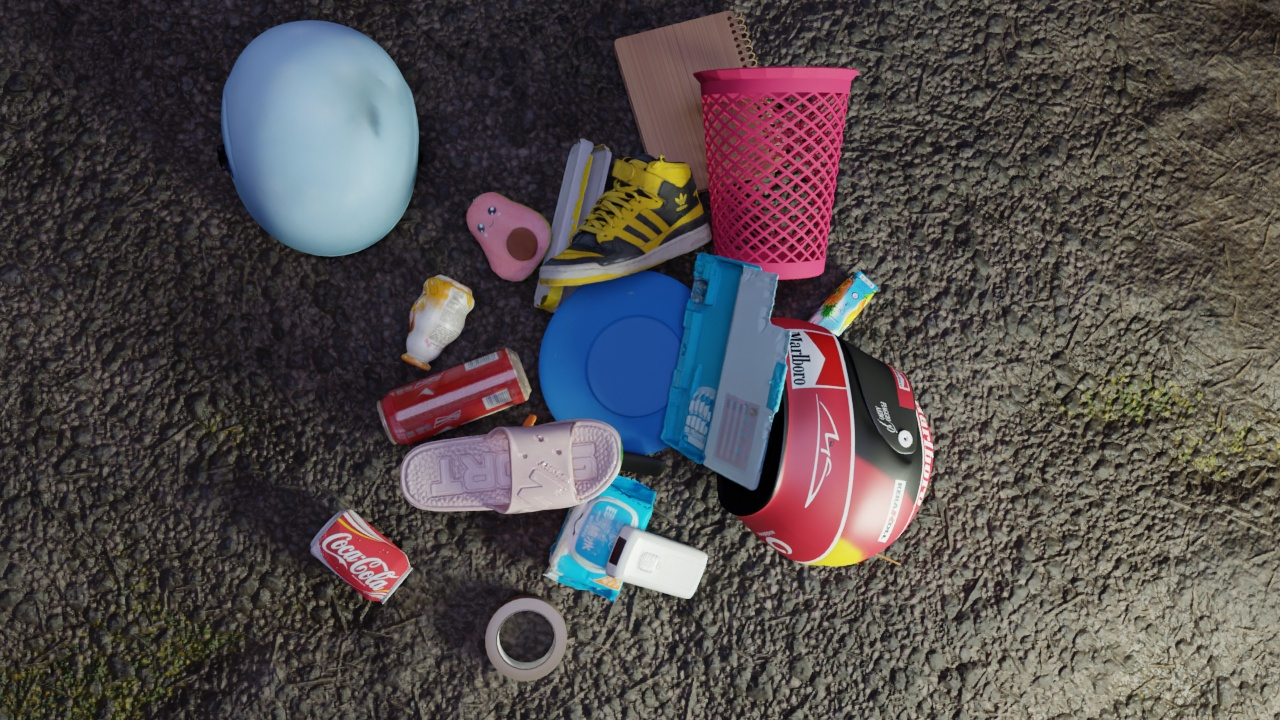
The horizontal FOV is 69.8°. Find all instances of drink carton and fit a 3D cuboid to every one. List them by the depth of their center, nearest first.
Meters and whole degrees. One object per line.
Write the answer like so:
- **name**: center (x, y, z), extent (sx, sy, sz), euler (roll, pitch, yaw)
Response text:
- **drink carton**: center (0.235, -0.052, 1.128), extent (0.038, 0.044, 0.128), euler (43, 81, 0)

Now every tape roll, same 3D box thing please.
- **tape roll**: center (-0.132, 0.321, 1.065), extent (0.093, 0.030, 0.093), euler (0, 85, -5)

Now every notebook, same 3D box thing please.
- **notebook**: center (0.076, -0.320, 1.147), extent (0.169, 0.022, 0.210), euler (-16, 87, -6)

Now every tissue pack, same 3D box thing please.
- **tissue pack**: center (-0.047, 0.200, 1.068), extent (0.093, 0.062, 0.144), euler (22, 84, -5)

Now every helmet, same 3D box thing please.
- **helmet**: center (-0.360, -0.253, 1.031), extent (0.225, 0.167, 0.265), euler (-6, 95, -16)
- **helmet**: center (0.213, 0.093, 1.032), extent (0.224, 0.198, 0.270), euler (8, 74, -20)

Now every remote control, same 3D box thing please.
- **remote control**: center (0.021, 0.234, 1.057), extent (0.138, 0.025, 0.060), euler (26, 84, -38)
- **remote control**: center (-0.046, 0.118, 1.085), extent (0.152, 0.041, 0.020), euler (8, 59, -5)

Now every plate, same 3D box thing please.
- **plate**: center (-0.007, 0.006, 1.078), extent (0.224, 0.024, 0.224), euler (-2, 99, -14)

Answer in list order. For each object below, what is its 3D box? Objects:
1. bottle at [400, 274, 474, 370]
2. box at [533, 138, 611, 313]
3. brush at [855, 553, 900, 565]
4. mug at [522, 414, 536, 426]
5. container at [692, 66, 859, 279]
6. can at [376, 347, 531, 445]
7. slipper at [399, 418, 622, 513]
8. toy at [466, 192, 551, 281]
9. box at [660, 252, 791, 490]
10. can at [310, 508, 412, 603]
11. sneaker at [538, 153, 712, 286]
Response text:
- **bottle**: center (-0.240, -0.043, 1.071), extent (0.063, 0.063, 0.108), euler (26, 83, -3)
- **box**: center (-0.080, -0.158, 1.097), extent (0.044, 0.066, 0.209), euler (14, 84, -22)
- **brush**: center (0.258, 0.222, 1.118), extent (0.126, 0.017, 0.048), euler (25, 83, -3)
- **mug**: center (-0.151, 0.111, 1.049), extent (0.077, 0.096, 0.112), euler (29, 83, -2)
- **container**: center (0.152, -0.214, 1.059), extent (0.183, 0.183, 0.226), euler (-2, 104, -6)
- **can**: center (-0.214, 0.042, 1.064), extent (0.170, 0.067, 0.067), euler (-21, 87, -7)
- **slipper**: center (-0.136, 0.116, 0.969), extent (0.239, 0.064, 0.094), euler (-6, 86, -5)
- **toy**: center (-0.161, -0.151, 1.092), extent (0.110, 0.051, 0.090), euler (40, 107, 11)
- **box**: center (0.098, 0.007, 0.997), extent (0.039, 0.182, 0.227), euler (5, 102, -32)
- **can**: center (-0.315, 0.222, 1.040), extent (0.105, 0.064, 0.064), euler (40, 82, -1)
- **sneaker**: center (-0.021, -0.165, 1.045), extent (0.237, 0.086, 0.122), euler (-23, 107, -36)
